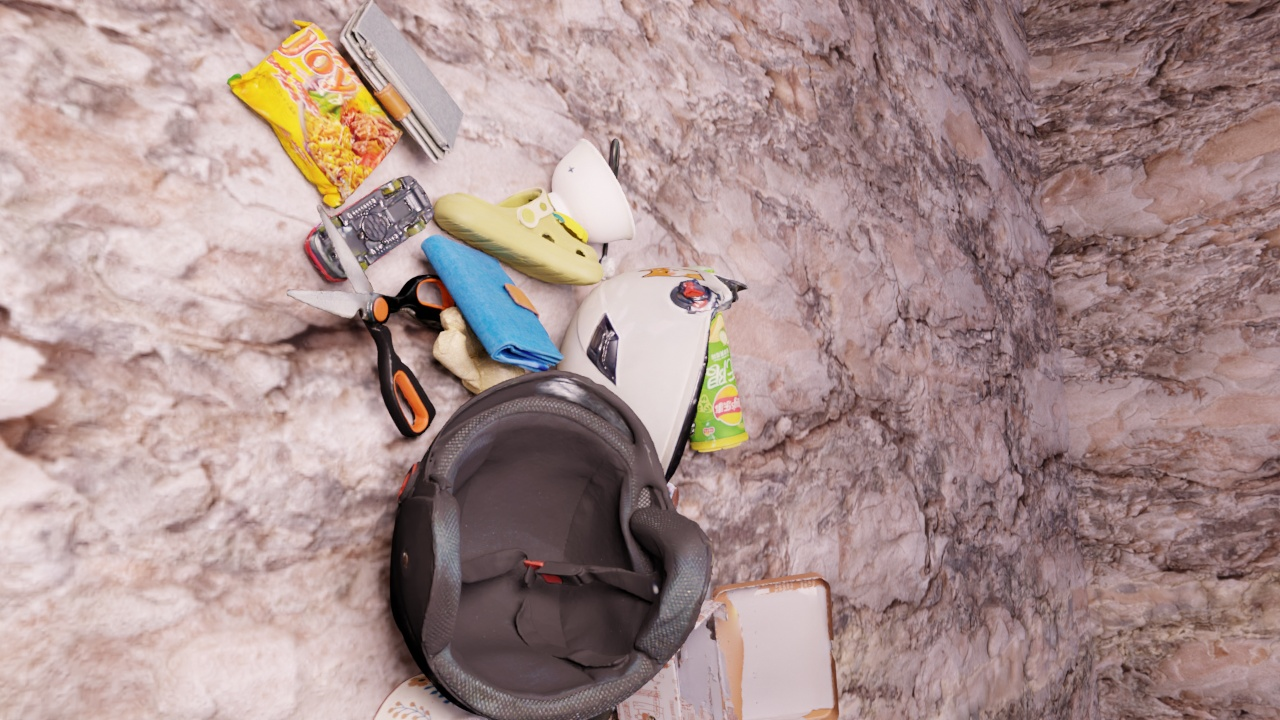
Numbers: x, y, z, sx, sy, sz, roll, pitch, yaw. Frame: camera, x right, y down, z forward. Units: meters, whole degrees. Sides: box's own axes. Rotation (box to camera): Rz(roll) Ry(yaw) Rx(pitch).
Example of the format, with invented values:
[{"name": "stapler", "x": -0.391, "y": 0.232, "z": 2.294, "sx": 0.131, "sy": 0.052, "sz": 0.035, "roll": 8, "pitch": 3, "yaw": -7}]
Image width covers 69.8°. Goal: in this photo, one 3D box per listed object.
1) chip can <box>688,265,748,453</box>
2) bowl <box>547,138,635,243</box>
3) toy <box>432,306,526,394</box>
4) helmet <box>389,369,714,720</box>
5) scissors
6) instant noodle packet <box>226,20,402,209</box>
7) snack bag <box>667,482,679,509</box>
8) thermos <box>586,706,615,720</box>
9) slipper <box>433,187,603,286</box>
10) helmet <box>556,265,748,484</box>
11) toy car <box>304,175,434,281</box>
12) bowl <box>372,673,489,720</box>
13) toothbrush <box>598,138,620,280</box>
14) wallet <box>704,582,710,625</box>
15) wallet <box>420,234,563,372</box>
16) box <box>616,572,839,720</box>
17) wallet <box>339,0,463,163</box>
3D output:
[{"name": "chip can", "x": 0.075, "y": -0.003, "z": 1.109, "sx": 0.072, "sy": 0.073, "sz": 0.221, "roll": -13, "pitch": 92, "yaw": -52}, {"name": "bowl", "x": -0.062, "y": -0.165, "z": 0.967, "sx": 0.064, "sy": 0.118, "sz": 0.118, "roll": -31, "pitch": 111, "yaw": -10}, {"name": "toy", "x": -0.135, "y": 0.009, "z": 0.848, "sx": 0.157, "sy": 0.066, "sz": 0.105, "roll": 47, "pitch": 36, "yaw": -45}, {"name": "helmet", "x": -0.088, "y": 0.155, "z": 0.749, "sx": 0.233, "sy": 0.231, "sz": 0.274, "roll": 13, "pitch": 66, "yaw": -23}, {"name": "scissors", "x": -0.209, "y": -0.035, "z": 0.753, "sx": 0.224, "sy": 0.022, "sz": 0.221, "roll": -58, "pitch": 144, "yaw": -59}, {"name": "instant noodle packet", "x": -0.262, "y": -0.207, "z": 0.756, "sx": 0.128, "sy": 0.044, "sz": 0.110, "roll": 54, "pitch": 41, "yaw": -29}, {"name": "snack bag", "x": 0.013, "y": 0.139, "z": 1.037, "sx": 0.105, "sy": 0.026, "sz": 0.045, "roll": 48, "pitch": 38, "yaw": -36}, {"name": "thermos", "x": -0.098, "y": 0.387, "z": 0.824, "sx": 0.241, "sy": 0.068, "sz": 0.090, "roll": -56, "pitch": 157, "yaw": -39}, {"name": "slipper", "x": -0.107, "y": -0.130, "z": 0.886, "sx": 0.190, "sy": 0.092, "sz": 0.081, "roll": 22, "pitch": 86, "yaw": -42}, {"name": "helmet", "x": -0.005, "y": 0.005, "z": 0.913, "sx": 0.273, "sy": 0.157, "sz": 0.230, "roll": -59, "pitch": 168, "yaw": -62}, {"name": "toy car", "x": -0.229, "y": -0.110, "z": 0.774, "sx": 0.120, "sy": 0.045, "sz": 0.053, "roll": -46, "pitch": 115, "yaw": -39}, {"name": "bowl", "x": -0.161, "y": 0.318, "z": 0.753, "sx": 0.113, "sy": 0.062, "sz": 0.113, "roll": 13, "pitch": 73, "yaw": -51}, {"name": "toothbrush", "x": -0.033, "y": -0.177, "z": 1.058, "sx": 0.015, "sy": 0.018, "sz": 0.180, "roll": 22, "pitch": 64, "yaw": -44}, {"name": "wallet", "x": 0.042, "y": 0.250, "z": 1.058, "sx": 0.120, "sy": 0.019, "sz": 0.097, "roll": 27, "pitch": 60, "yaw": -44}, {"name": "wallet", "x": -0.131, "y": -0.050, "z": 0.824, "sx": 0.133, "sy": 0.040, "sz": 0.106, "roll": 55, "pitch": 14, "yaw": 21}, {"name": "box", "x": 0.091, "y": 0.341, "z": 0.989, "sx": 0.271, "sy": 0.130, "sz": 0.179, "roll": -11, "pitch": 99, "yaw": -32}, {"name": "wallet", "x": -0.213, "y": -0.245, "z": 0.814, "sx": 0.130, "sy": 0.037, "sz": 0.106, "roll": 52, "pitch": 19, "yaw": -32}]
